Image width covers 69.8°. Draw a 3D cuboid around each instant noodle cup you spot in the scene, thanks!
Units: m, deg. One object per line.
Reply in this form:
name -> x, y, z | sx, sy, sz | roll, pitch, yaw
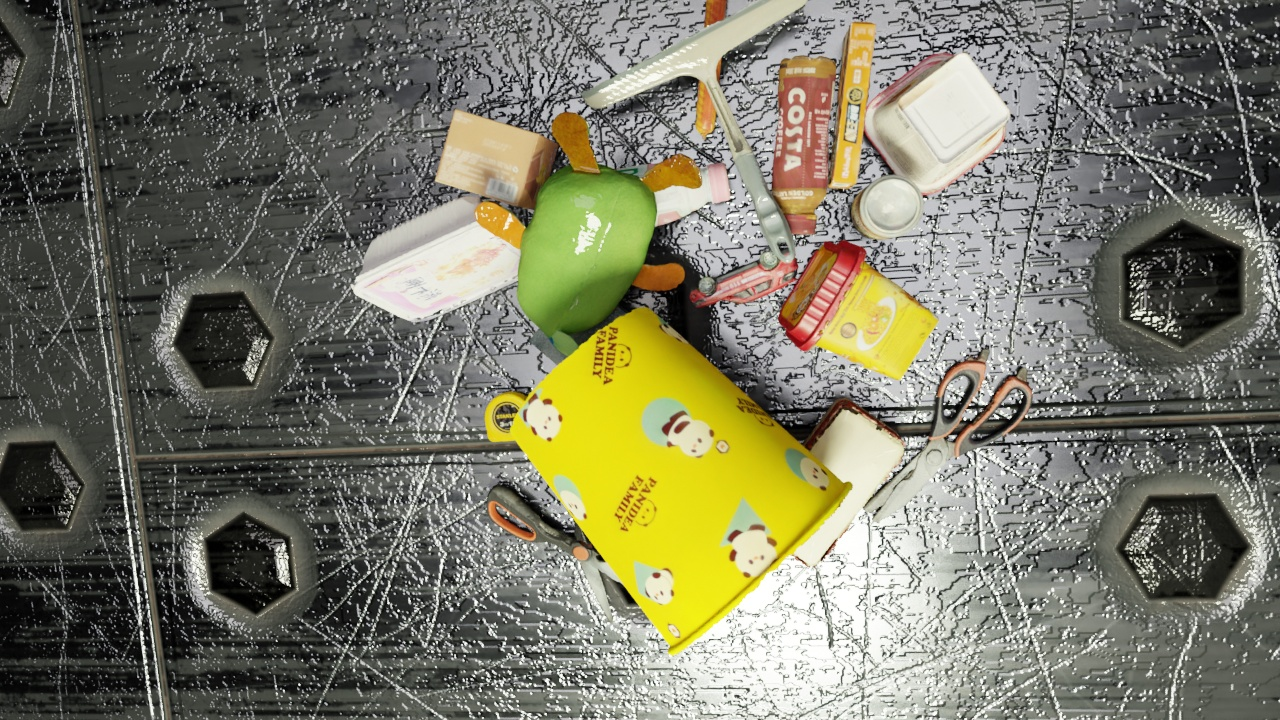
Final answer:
instant noodle cup -> -0.208, -0.112, 0.979 | 0.174, 0.138, 0.060 | -21, 70, 14
instant noodle cup -> 0.222, -0.046, 0.932 | 0.123, 0.116, 0.116 | 29, 100, -7
instant noodle cup -> 0.290, -0.233, 0.886 | 0.116, 0.124, 0.116 | -37, 91, 11

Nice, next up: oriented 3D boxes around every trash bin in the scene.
trash bin -> 0.028, 0.103, 0.869 | 0.230, 0.229, 0.255 | -45, 79, 11

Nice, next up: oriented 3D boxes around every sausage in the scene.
sausage -> 0.074, -0.315, 0.960 | 0.021, 0.021, 0.165 | 6, 98, 8

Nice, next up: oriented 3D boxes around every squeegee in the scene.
squeegee -> 0.102, -0.211, 0.923 | 0.247, 0.039, 0.246 | -24, 89, 13

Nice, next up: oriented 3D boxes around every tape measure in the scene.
tape measure -> -0.145, 0.064, 1.036 | 0.060, 0.029, 0.057 | -6, 97, 9

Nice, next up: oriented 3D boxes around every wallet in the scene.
wallet -> -0.050, -0.021, 0.994 | 0.121, 0.019, 0.097 | 41, 102, 15

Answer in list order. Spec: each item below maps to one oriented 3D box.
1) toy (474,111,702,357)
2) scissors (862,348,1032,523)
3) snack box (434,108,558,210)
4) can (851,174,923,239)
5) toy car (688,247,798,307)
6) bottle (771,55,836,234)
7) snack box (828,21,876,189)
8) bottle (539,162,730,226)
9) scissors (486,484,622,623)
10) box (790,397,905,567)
toy -> -0.053, -0.119, 0.909 | 0.227, 0.089, 0.247 | 18, 122, -17
scissors -> 0.313, 0.082, 0.977 | 0.206, 0.015, 0.194 | -9, 97, 9
snack box -> -0.149, -0.210, 0.969 | 0.093, 0.094, 0.077 | 18, 99, 6
can -> 0.242, -0.149, 0.907 | 0.058, 0.116, 0.058 | 1, 96, 8
toy car -> 0.110, -0.083, 0.967 | 0.121, 0.053, 0.045 | -20, 91, 11
bottle -> 0.165, -0.218, 0.940 | 0.057, 0.057, 0.175 | 4, 97, 8
snack box -> 0.211, -0.252, 0.920 | 0.026, 0.075, 0.154 | 6, 98, 6
bottle -> -0.005, -0.172, 0.969 | 0.197, 0.068, 0.068 | -10, 95, 6
scissors -> -0.081, 0.197, 1.036 | 0.225, 0.021, 0.221 | 7, 116, 20
box -> 0.200, 0.131, 0.967 | 0.091, 0.079, 0.168 | 35, 101, 4
